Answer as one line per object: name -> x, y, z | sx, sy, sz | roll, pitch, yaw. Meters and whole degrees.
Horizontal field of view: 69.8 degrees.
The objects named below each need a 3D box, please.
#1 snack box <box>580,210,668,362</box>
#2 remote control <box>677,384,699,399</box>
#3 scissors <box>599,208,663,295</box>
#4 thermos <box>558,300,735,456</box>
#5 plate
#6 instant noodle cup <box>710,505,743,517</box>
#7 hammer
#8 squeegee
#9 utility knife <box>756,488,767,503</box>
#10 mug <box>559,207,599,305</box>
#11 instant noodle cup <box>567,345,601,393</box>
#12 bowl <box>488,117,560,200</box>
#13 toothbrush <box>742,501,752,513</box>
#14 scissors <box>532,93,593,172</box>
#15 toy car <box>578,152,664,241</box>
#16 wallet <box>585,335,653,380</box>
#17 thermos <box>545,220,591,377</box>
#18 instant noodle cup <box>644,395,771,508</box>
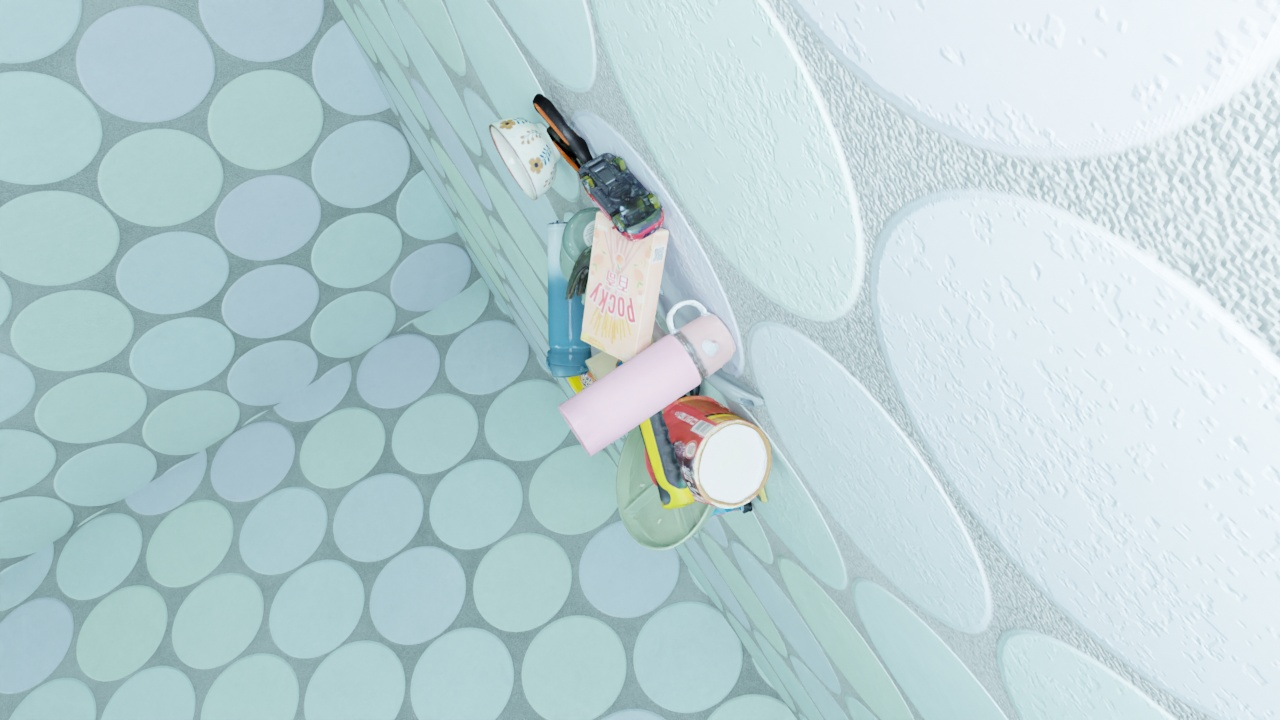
snack box -> -0.020, -0.080, 1.015 | 0.084, 0.026, 0.157 | 26, 119, 33
remote control -> 0.065, 0.032, 1.276 | 0.053, 0.024, 0.136 | 62, 169, 18
scissors -> -0.011, -0.130, 1.070 | 0.133, 0.017, 0.056 | 56, 168, 5
thermos -> 0.005, 0.014, 0.991 | 0.087, 0.198, 0.067 | 56, 173, -8
plate -> 0.043, 0.164, 1.347 | 0.027, 0.230, 0.230 | 17, -160, -38
instant noodle cup -> 0.089, 0.203, 1.400 | 0.099, 0.110, 0.099 | 158, 92, -87
hammer -> -0.005, 0.018, 1.075 | 0.126, 0.031, 0.323 | -13, 95, 44
squeegee -> 0.058, -0.011, 1.097 | 0.249, 0.040, 0.248 | 44, 158, 41
utility knife -> 0.157, 0.153, 1.261 | 0.031, 0.018, 0.166 | 42, 159, 37
mug -> -0.061, -0.127, 1.154 | 0.106, 0.082, 0.111 | 130, 146, -77
instant noodle cup -> -0.041, -0.006, 1.393 | 0.138, 0.137, 0.110 | 56, 163, 8
bowl -> -0.146, -0.277, 1.218 | 0.113, 0.062, 0.113 | 54, 171, 12
toothbrush -> 0.145, 0.176, 1.377 | 0.014, 0.017, 0.189 | 57, 172, 44
scissors -> -0.050, -0.218, 1.077 | 0.229, 0.021, 0.190 | 52, 176, -9
toy car -> -0.019, -0.169, 0.961 | 0.120, 0.053, 0.045 | 54, 172, 35
wallet -> -0.008, 0.008, 1.288 | 0.087, 0.115, 0.024 | 59, 168, -11
thermos -> -0.102, -0.085, 1.298 | 0.070, 0.070, 0.220 | -160, 70, -75
instant noodle cup -> 0.087, 0.119, 1.136 | 0.138, 0.137, 0.109 | 60, 162, -18
